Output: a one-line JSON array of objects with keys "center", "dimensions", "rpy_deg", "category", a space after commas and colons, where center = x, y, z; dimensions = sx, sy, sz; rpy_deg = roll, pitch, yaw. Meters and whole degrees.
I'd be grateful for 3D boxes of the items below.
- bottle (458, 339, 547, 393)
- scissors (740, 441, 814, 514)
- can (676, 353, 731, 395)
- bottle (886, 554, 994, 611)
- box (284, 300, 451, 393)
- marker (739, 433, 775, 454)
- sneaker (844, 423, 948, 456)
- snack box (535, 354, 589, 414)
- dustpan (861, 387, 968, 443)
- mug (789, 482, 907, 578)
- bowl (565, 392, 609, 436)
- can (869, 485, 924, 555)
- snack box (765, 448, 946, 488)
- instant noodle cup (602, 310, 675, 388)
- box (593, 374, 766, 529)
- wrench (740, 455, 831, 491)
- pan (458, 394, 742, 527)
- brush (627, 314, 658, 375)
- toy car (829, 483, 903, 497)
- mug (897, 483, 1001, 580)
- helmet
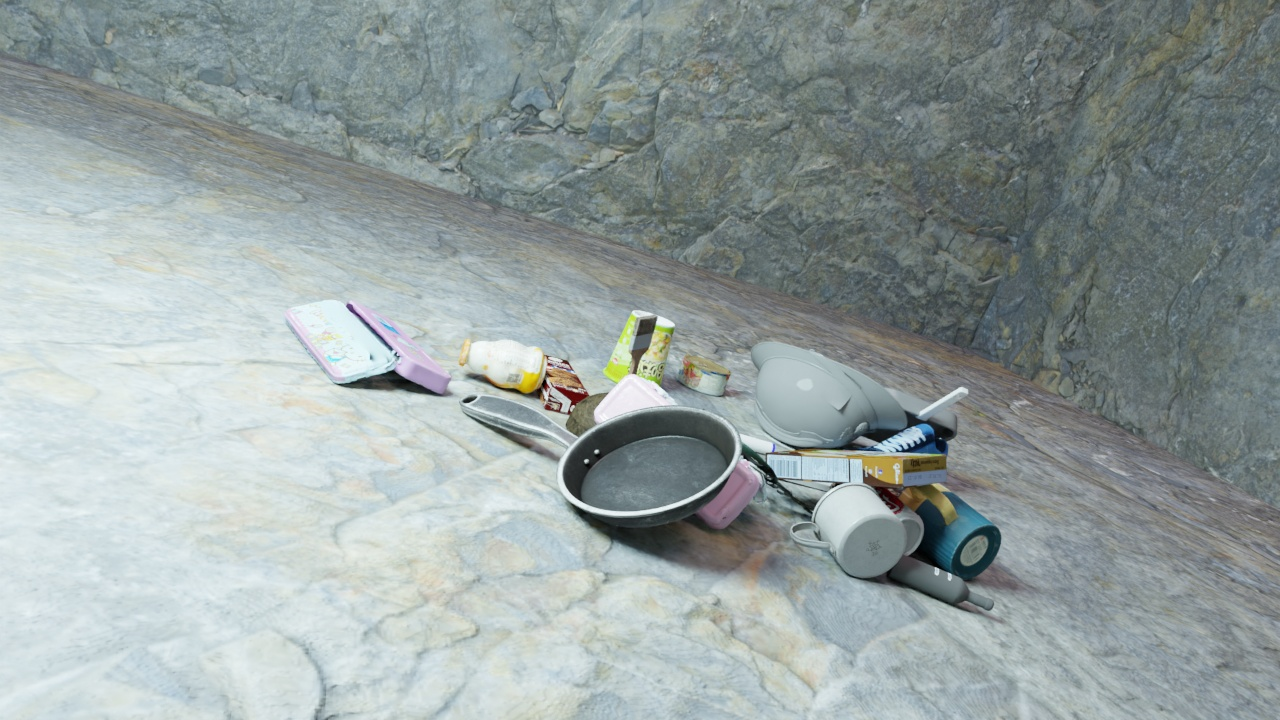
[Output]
[{"center": [-0.178, 0.003, 1.184], "dimensions": [0.108, 0.063, 0.063], "rpy_deg": [15, 14, -16], "category": "bottle"}, {"center": [0.137, 0.137, 1.106], "dimensions": [0.209, 0.015, 0.147], "rpy_deg": [40, -16, -19], "category": "scissors"}, {"center": [0.107, 0.024, 1.552], "dimensions": [0.086, 0.043, 0.086], "rpy_deg": [18, 13, -5], "category": "can"}, {"center": [0.328, 0.244, 0.999], "dimensions": [0.113, 0.030, 0.030], "rpy_deg": [22, 13, 9], "category": "bottle"}, {"center": [-0.332, -0.022, 1.110], "dimensions": [0.149, 0.049, 0.214], "rpy_deg": [4, 20, -39], "category": "box"}, {"center": [0.121, 0.107, 1.288], "dimensions": [0.141, 0.020, 0.020], "rpy_deg": [16, 13, -13], "category": "marker"}, {"center": [0.383, 0.133, 1.383], "dimensions": [0.240, 0.098, 0.083], "rpy_deg": [8, 18, -41], "category": "sneaker"}, {"center": [-0.112, 0.031, 1.231], "dimensions": [0.051, 0.032, 0.141], "rpy_deg": [15, 14, -21], "category": "snack box"}, {"center": [0.423, 0.087, 1.436], "dimensions": [0.163, 0.033, 0.258], "rpy_deg": [21, -32, -13], "category": "dustpan"}, {"center": [0.224, 0.188, 0.996], "dimensions": [0.113, 0.084, 0.070], "rpy_deg": [-13, 23, -8], "category": "mug"}, {"center": [-0.026, 0.072, 1.131], "dimensions": [0.121, 0.056, 0.121], "rpy_deg": [18, 13, -5], "category": "bowl"}, {"center": [0.285, 0.187, 1.096], "dimensions": [0.064, 0.064, 0.105], "rpy_deg": [14, 14, -22], "category": "can"}, {"center": [0.254, 0.127, 1.095], "dimensions": [0.100, 0.031, 0.186], "rpy_deg": [2, -3, -45], "category": "snack box"}, {"center": [0.004, -0.016, 1.427], "dimensions": [0.099, 0.108, 0.099], "rpy_deg": [18, 12, -4], "category": "instant noodle cup"}, {"center": [0.048, 0.105, 1.037], "dimensions": [0.202, 0.087, 0.102], "rpy_deg": [39, -3, 24], "category": "box"}, {"center": [0.150, 0.140, 1.203], "dimensions": [0.273, 0.018, 0.086], "rpy_deg": [17, 13, -17], "category": "wrench"}, {"center": [-0.059, 0.089, 0.968], "dimensions": [0.358, 0.055, 0.186], "rpy_deg": [9, 35, 36], "category": "pan"}, {"center": [-0.007, 0.007, 1.232], "dimensions": [0.008, 0.143, 0.045], "rpy_deg": [26, 23, 30], "category": "brush"}, {"center": [0.297, 0.175, 1.186], "dimensions": [0.048, 0.040, 0.113], "rpy_deg": [16, -12, -36], "category": "toy car"}, {"center": [0.362, 0.193, 1.102], "dimensions": [0.113, 0.083, 0.107], "rpy_deg": [59, -8, -34], "category": "mug"}, {"center": [0.256, 0.080, 1.393], "dimensions": [0.271, 0.117, 0.183], "rpy_deg": [23, -23, 36], "category": "helmet"}]
